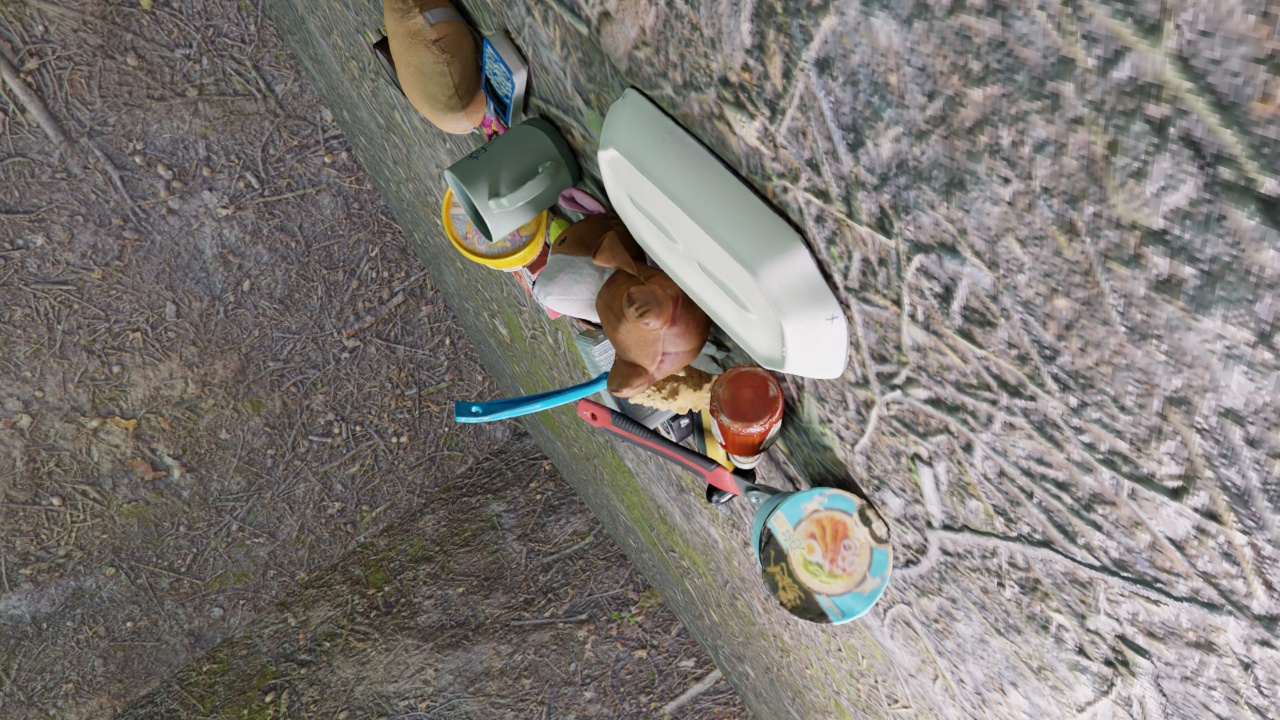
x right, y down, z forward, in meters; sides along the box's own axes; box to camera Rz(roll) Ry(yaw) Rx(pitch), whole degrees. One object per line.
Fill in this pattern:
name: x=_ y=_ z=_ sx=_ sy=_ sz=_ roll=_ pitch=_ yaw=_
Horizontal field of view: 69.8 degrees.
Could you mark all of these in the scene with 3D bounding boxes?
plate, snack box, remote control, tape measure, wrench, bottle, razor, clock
plate: x=0.046 y=-0.082 z=0.654 sx=0.265 sy=0.034 sz=0.162 roll=48 pitch=166 yaw=29
snack box: x=-0.142 y=-0.120 z=1.259 sx=0.113 sy=0.044 sz=0.127 roll=47 pitch=166 yaw=33
remote control: x=-0.127 y=-0.261 z=0.860 sx=0.049 sy=0.024 sz=0.125 roll=55 pitch=167 yaw=-2
tape measure: x=0.037 y=0.066 z=1.100 sx=0.066 sy=0.033 sz=0.066 roll=47 pitch=164 yaw=40
wrench: x=0.056 y=0.105 z=0.915 sx=0.273 sy=0.016 sz=0.056 roll=28 pitch=142 yaw=8
bottle: x=0.093 y=0.060 z=0.809 sx=0.060 sy=0.059 sz=0.206 roll=51 pitch=174 yaw=18
razor: x=0.083 y=0.085 z=0.954 sx=0.068 sy=0.062 sz=0.168 roll=13 pitch=141 yaw=26
clock: x=-0.271 y=-0.349 z=1.105 sx=0.122 sy=0.055 sz=0.082 roll=59 pitch=168 yaw=-26

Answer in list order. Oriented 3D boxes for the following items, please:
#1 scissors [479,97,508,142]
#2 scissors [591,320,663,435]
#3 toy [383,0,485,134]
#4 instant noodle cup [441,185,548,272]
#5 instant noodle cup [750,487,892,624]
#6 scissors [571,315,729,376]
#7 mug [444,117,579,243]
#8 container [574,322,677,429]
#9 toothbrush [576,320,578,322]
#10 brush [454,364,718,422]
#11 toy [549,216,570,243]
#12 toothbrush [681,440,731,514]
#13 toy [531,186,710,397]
scissors: x=-0.164 y=-0.268 z=1.014 sx=0.134 sy=0.017 sz=0.133 roll=58 pitch=165 yaw=8
scissors: x=-0.025 y=0.014 z=1.201 sx=0.220 sy=0.021 sz=0.228 roll=56 pitch=174 yaw=30
toy: x=-0.214 y=-0.300 z=0.968 sx=0.143 sy=0.082 sz=0.226 roll=64 pitch=168 yaw=2
instant noodle cup: x=-0.163 y=-0.160 z=1.079 sx=0.118 sy=0.118 sz=0.114 roll=54 pitch=175 yaw=6
instant noodle cup: x=0.145 y=0.158 z=0.790 sx=0.111 sy=0.111 sz=0.120 roll=55 pitch=177 yaw=0
scissors: x=0.003 y=-0.054 z=0.877 sx=0.205 sy=0.015 sz=0.198 roll=-19 pitch=79 yaw=42
mug: x=-0.113 y=-0.170 z=0.859 sx=0.082 sy=0.106 sz=0.112 roll=62 pitch=167 yaw=-26
container: x=-0.006 y=0.006 z=0.975 sx=0.111 sy=0.090 sz=0.090 roll=61 pitch=167 yaw=-14
toothbrush: x=-0.079 y=-0.084 z=1.070 sx=0.017 sy=0.014 sz=0.188 roll=46 pitch=-168 yaw=-27
brush: x=-0.048 y=0.030 z=0.869 sx=0.083 sy=0.254 sz=0.046 roll=-105 pitch=7 yaw=-50
toy: x=-0.074 y=-0.116 z=1.038 sx=0.100 sy=0.031 sz=0.097 roll=56 pitch=170 yaw=-8
toothbrush: x=0.071 y=0.126 z=1.178 sx=0.181 sy=0.015 sz=0.018 roll=59 pitch=159 yaw=-14
toy: x=-0.030 y=-0.060 z=0.819 sx=0.199 sy=0.130 sz=0.140 roll=58 pitch=145 yaw=40
